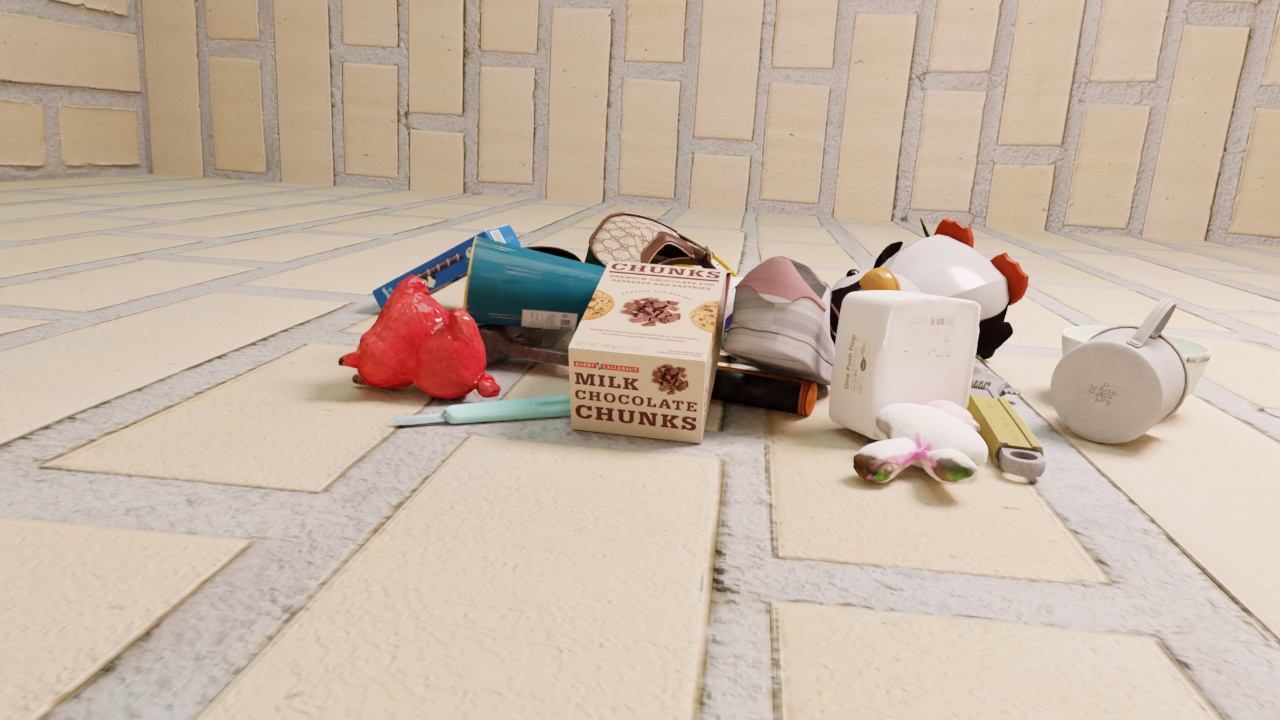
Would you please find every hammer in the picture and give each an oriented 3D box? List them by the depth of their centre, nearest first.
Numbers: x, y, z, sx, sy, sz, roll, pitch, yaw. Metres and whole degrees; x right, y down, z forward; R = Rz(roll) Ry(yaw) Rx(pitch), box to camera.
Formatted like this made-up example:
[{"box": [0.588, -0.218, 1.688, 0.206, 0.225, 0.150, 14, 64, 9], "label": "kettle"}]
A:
[{"box": [-0.005, 0.005, 0.791, 0.315, 0.035, 0.137, 9, 14, 20], "label": "hammer"}]

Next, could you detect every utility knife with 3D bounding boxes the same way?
[{"box": [-0.110, 0.036, 0.673, 0.141, 0.015, 0.022, -4, 34, -24], "label": "utility knife"}]

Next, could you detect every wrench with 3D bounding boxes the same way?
[{"box": [0.275, 0.041, 0.732, 0.084, 0.018, 0.272, 6, 14, 10], "label": "wrench"}]

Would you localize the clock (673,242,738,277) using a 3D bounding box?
[{"box": [0.082, -0.087, 1.059, 0.152, 0.052, 0.113, 41, 22, 7], "label": "clock"}]

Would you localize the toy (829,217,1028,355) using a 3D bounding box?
[{"box": [0.255, -0.040, 0.899, 0.183, 0.140, 0.159, -17, 46, -26], "label": "toy"}]

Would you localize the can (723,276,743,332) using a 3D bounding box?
[{"box": [0.082, -0.055, 0.970, 0.132, 0.070, 0.070, 6, 14, 10], "label": "can"}]

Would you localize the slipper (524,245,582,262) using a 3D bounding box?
[{"box": [-0.124, -0.084, 0.984, 0.113, 0.076, 0.268, 0, 3, -13], "label": "slipper"}]

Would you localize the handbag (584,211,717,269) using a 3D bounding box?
[{"box": [0.015, -0.089, 0.917, 0.138, 0.063, 0.166, 22, 32, 2], "label": "handbag"}]

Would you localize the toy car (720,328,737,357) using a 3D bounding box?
[{"box": [0.116, -0.013, 0.898, 0.090, 0.027, 0.038, 4, 11, 7], "label": "toy car"}]

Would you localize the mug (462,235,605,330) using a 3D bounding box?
[{"box": [-0.092, -0.062, 0.817, 0.121, 0.078, 0.078, 9, 13, -7], "label": "mug"}]

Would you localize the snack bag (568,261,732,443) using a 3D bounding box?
[{"box": [0.015, -0.028, 0.721, 0.094, 0.070, 0.205, 6, 33, 9], "label": "snack bag"}]

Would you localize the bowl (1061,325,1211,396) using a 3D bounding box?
[{"box": [0.427, 0.010, 0.802, 0.117, 0.061, 0.117, 3, 13, -1], "label": "bowl"}]

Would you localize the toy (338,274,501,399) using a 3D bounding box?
[{"box": [-0.166, 0.009, 0.716, 0.133, 0.088, 0.093, 33, 61, 27], "label": "toy"}]

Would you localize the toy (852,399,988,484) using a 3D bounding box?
[{"box": [0.195, 0.055, 0.617, 0.079, 0.038, 0.122, 12, 24, 29], "label": "toy"}]

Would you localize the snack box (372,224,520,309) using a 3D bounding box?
[{"box": [-0.217, -0.103, 1.036, 0.154, 0.033, 0.087, -25, 7, 14], "label": "snack box"}]

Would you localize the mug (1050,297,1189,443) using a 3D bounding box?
[{"box": [0.373, 0.006, 0.705, 0.084, 0.113, 0.070, 33, 32, 33], "label": "mug"}]

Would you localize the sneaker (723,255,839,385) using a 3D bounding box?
[{"box": [0.123, -0.035, 0.761, 0.099, 0.089, 0.236, 14, -1, 13], "label": "sneaker"}]

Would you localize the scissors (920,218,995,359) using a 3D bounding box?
[{"box": [0.331, -0.068, 0.981, 0.012, 0.171, 0.157, -22, 59, -14], "label": "scissors"}]

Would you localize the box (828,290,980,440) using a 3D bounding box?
[{"box": [0.202, -0.007, 0.729, 0.151, 0.107, 0.132, -1, 14, -29], "label": "box"}]
